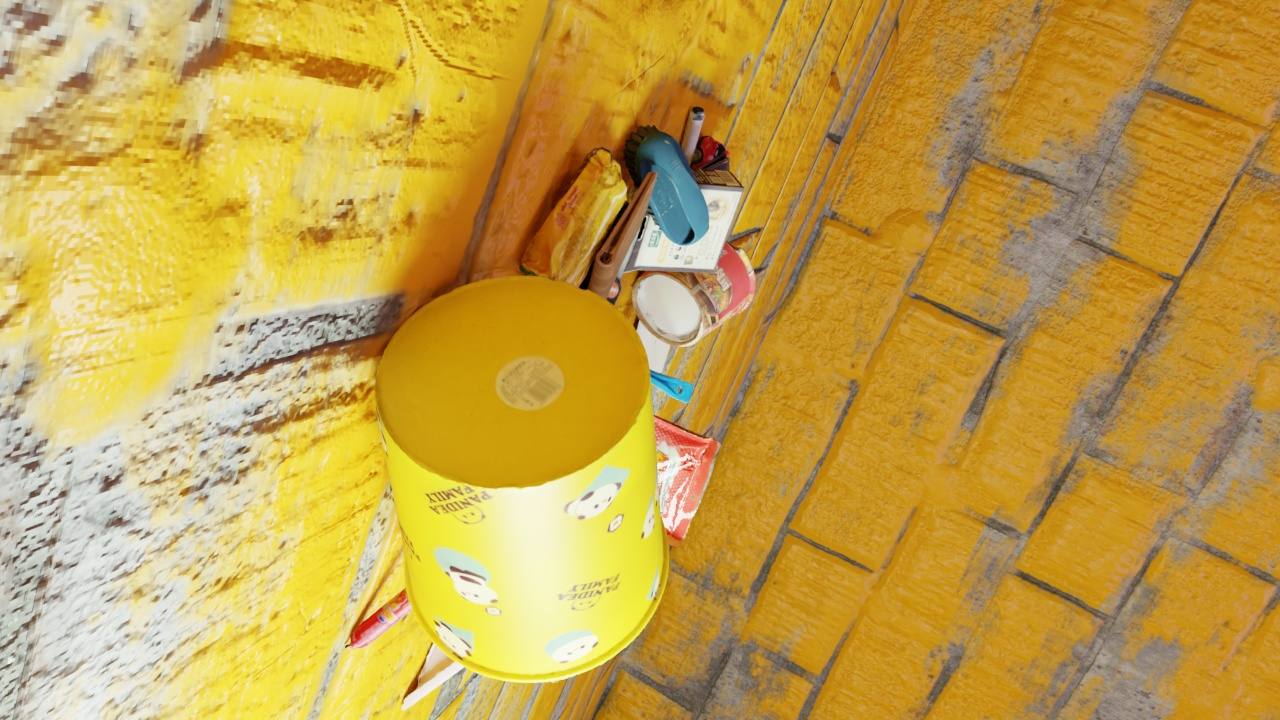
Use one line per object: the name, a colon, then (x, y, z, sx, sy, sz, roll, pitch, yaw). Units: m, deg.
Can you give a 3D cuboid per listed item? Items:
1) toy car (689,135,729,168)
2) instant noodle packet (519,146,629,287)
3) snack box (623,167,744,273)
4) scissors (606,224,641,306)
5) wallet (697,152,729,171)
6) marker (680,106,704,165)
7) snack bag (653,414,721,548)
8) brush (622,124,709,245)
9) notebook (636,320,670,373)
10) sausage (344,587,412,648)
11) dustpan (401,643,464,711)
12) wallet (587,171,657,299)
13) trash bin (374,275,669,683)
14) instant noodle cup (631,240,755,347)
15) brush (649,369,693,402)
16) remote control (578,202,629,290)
toy car: (0.071, -0.218, 1.140, 0.121, 0.045, 0.052, -66, 167, 18)
instant noodle packet: (-0.057, -0.113, 0.806, 0.128, 0.044, 0.111, -60, 170, -6)
snack box: (0.039, -0.154, 1.020, 0.053, 0.125, 0.113, -117, -144, -46)
scissors: (-0.049, -0.067, 0.938, 0.022, 0.124, 0.235, 18, -77, 63)
wallet: (0.052, -0.184, 1.083, 0.122, 0.020, 0.096, -31, 150, -22)
marker: (0.051, -0.236, 1.076, 0.022, 0.018, 0.131, -40, 155, -42)
snack bag: (-0.028, 0.101, 0.982, 0.129, 0.208, 0.073, -68, 169, 15)
brush: (0.035, -0.167, 0.917, 0.055, 0.073, 0.144, -40, 140, -9)
notebook: (0.023, -0.044, 1.331, 0.208, 0.012, 0.150, -22, 128, -73)
sausage: (-0.196, 0.204, 0.810, 0.155, 0.020, 0.020, -38, 164, -5)
dustpan: (-0.140, 0.314, 1.117, 0.273, 0.139, 0.222, -66, 169, 7)
wallet: (-0.019, -0.113, 0.878, 0.115, 0.020, 0.101, -64, 180, -24)
trash bin: (-0.087, 0.088, 0.705, 0.228, 0.230, 0.256, -55, 160, -35)
instant noodle cup: (0.062, -0.089, 1.174, 0.108, 0.138, 0.138, -44, 158, -38)
brush: (-0.006, 0.006, 1.059, 0.254, 0.046, 0.083, 28, 76, -54)
remote control: (-0.049, -0.106, 0.902, 0.125, 0.024, 0.049, -64, 168, -3)
